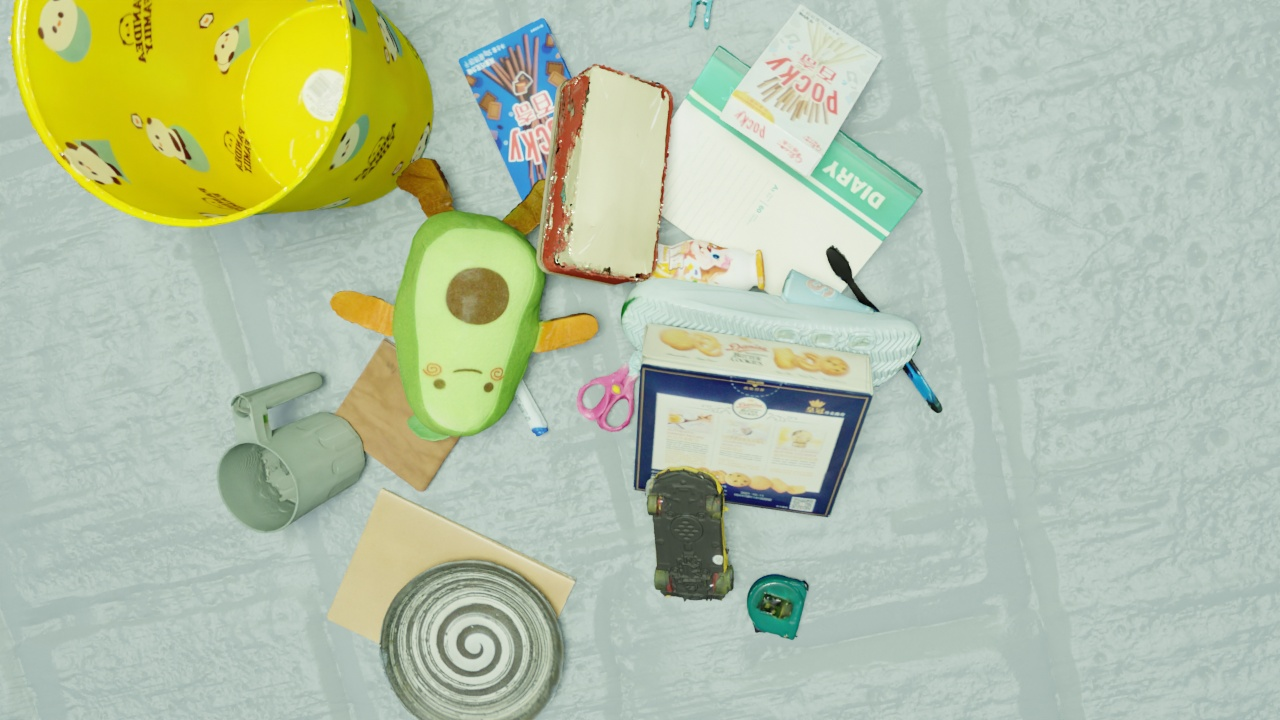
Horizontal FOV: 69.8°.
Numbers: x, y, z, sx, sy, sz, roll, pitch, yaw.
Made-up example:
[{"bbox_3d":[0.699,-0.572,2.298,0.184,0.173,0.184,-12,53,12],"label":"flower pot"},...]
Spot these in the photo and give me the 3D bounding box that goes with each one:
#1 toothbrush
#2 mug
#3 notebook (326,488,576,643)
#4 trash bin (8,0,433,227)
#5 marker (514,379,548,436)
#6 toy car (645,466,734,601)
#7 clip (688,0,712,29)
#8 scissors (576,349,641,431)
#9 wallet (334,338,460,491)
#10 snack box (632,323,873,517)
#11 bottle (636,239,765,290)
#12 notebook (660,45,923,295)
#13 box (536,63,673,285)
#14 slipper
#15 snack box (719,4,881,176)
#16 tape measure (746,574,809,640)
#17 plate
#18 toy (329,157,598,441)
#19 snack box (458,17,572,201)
[{"bbox_3d":[0.215,-0.025,0.802,0.014,0.016,0.189,-32,108,22],"label":"toothbrush"},{"bbox_3d":[-0.313,0.078,0.823,0.084,0.103,0.124,0,102,19],"label":"mug"},{"bbox_3d":[-0.185,0.231,0.890,0.207,0.008,0.148,25,99,2],"label":"notebook"},{"bbox_3d":[-0.287,-0.217,0.714,0.230,0.255,0.229,1,97,5],"label":"trash bin"},{"bbox_3d":[-0.125,0.005,0.850,0.017,0.017,0.146,-28,94,8],"label":"marker"},{"bbox_3d":[0.045,0.156,0.820,0.071,0.041,0.156,-1,120,12],"label":"toy car"},{"bbox_3d":[0.054,-0.316,0.793,0.043,0.014,0.056,7,99,5],"label":"clip"},{"bbox_3d":[-0.005,0.005,0.842,0.057,0.017,0.133,38,96,5],"label":"scissors"},{"bbox_3d":[-0.223,0.051,0.865,0.115,0.020,0.101,35,98,2],"label":"wallet"},{"bbox_3d":[0.086,0.056,0.772,0.178,0.045,0.183,8,139,4],"label":"snack box"},{"bbox_3d":[0.053,-0.074,0.797,0.108,0.063,0.063,-4,97,11],"label":"bottle"},{"bbox_3d":[0.111,-0.146,0.790,0.209,0.012,0.151,36,117,0],"label":"notebook"},{"bbox_3d":[-0.027,-0.151,0.756,0.091,0.077,0.168,8,85,-29],"label":"box"},{"bbox_3d":[0.106,-0.028,0.765,0.245,0.074,0.104,11,141,-3],"label":"slipper"},{"bbox_3d":[0.133,-0.222,0.743,0.084,0.027,0.156,33,54,0],"label":"snack box"},{"bbox_3d":[0.126,0.228,0.854,0.054,0.025,0.058,13,98,2],"label":"tape measure"},{"bbox_3d":[-0.160,0.274,0.878,0.179,0.024,0.179,0,98,3],"label":"plate"},{"bbox_3d":[-0.148,-0.046,0.792,0.227,0.090,0.247,6,94,-7],"label":"toy"},{"bbox_3d":[-0.089,-0.211,0.813,0.084,0.026,0.157,-24,95,7],"label":"snack box"}]
